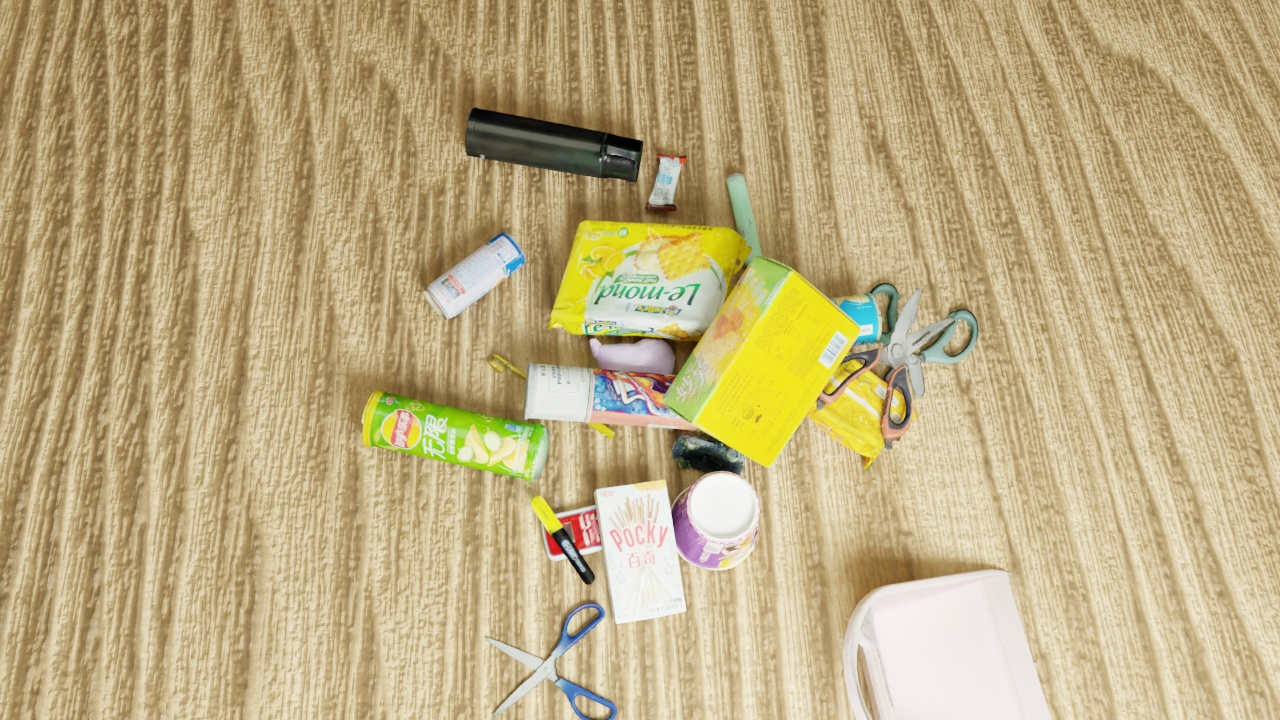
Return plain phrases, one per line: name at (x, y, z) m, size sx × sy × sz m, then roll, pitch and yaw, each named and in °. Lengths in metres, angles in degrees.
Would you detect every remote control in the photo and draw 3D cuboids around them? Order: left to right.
remote control at (-0.050, 0.201, 1.107) m, size 0.136 × 0.020 × 0.055 m, roll -11°, pitch 68°, yaw -8°

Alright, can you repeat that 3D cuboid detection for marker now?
marker at (-0.092, 0.211, 1.081) m, size 0.018 × 0.015 × 0.124 m, roll -35°, pitch 74°, yaw -8°

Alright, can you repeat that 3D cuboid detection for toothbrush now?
toothbrush at (-0.115, 0.047, 1.171) m, size 0.190 × 0.016 × 0.016 m, roll 32°, pitch 74°, yaw 10°
toothbrush at (0.151, -0.160, 1.267) m, size 0.027 × 0.027 × 0.224 m, roll 2°, pitch 66°, yaw -26°

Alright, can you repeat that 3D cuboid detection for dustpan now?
dustpan at (0.344, 0.347, 1.005) m, size 0.273 × 0.139 × 0.222 m, roll -10°, pitch 67°, yaw -7°

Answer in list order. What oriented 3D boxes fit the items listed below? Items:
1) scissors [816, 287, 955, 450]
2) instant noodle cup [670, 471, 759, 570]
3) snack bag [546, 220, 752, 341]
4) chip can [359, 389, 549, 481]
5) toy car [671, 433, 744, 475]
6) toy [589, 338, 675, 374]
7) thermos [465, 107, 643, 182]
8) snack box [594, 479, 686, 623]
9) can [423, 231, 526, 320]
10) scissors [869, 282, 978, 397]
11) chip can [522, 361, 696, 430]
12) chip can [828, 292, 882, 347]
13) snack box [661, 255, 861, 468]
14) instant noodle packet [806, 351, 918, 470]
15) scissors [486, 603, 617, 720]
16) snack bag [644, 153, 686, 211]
scissors at (0.310, 0.007, 1.154) m, size 0.189 × 0.015 × 0.226 m, roll 4°, pitch 75°, yaw -6°
instant noodle cup at (0.091, 0.183, 1.081) m, size 0.111 × 0.099 × 0.111 m, roll 1°, pitch 65°, yaw -3°
snack bag at (0.011, -0.099, 1.183) m, size 0.247 × 0.068 × 0.157 m, roll 5°, pitch 62°, yaw 17°
chip can at (-0.222, 0.092, 1.114) m, size 0.221 × 0.073 × 0.072 m, roll 12°, pitch 67°, yaw 1°
toy car at (0.085, 0.118, 1.140) m, size 0.090 × 0.043 × 0.034 m, roll 16°, pitch 33°, yaw 8°
toy at (-0.007, 0.007, 1.182) m, size 0.108 × 0.039 × 0.084 m, roll -7°, pitch 86°, yaw -7°
thermos at (-0.119, -0.302, 1.276) m, size 0.242 × 0.090 × 0.068 m, roll 9°, pitch 88°, yaw 1°
snack box at (-0.001, 0.223, 1.080) m, size 0.084 × 0.027 × 0.156 m, roll -8°, pitch 80°, yaw -9°
can at (-0.218, -0.111, 1.210) m, size 0.134 × 0.053 × 0.053 m, roll -40°, pitch 75°, yaw -17°
scissors at (0.384, -0.033, 1.232) m, size 0.181 × 0.019 × 0.170 m, roll -6°, pitch 66°, yaw -7°
chip can at (-0.034, 0.046, 1.132) m, size 0.214 × 0.071 × 0.071 m, roll 5°, pitch 67°, yaw -10°
chip can at (0.202, -0.042, 1.197) m, size 0.210 × 0.071 × 0.071 m, roll -8°, pitch 68°, yaw -7°
snack box at (0.146, 0.004, 1.091) m, size 0.210 × 0.157 × 0.070 m, roll -57°, pitch 38°, yaw 2°
instant noodle packet at (0.276, 0.063, 1.172) m, size 0.128 × 0.044 × 0.110 m, roll 42°, pitch 69°, yaw 11°
scissors at (-0.095, 0.348, 1.048) m, size 0.173 × 0.012 × 0.162 m, roll 26°, pitch 69°, yaw 9°
snack bag at (0.036, -0.254, 1.299) m, size 0.048 × 0.026 × 0.104 m, roll 6°, pitch 68°, yaw 6°
